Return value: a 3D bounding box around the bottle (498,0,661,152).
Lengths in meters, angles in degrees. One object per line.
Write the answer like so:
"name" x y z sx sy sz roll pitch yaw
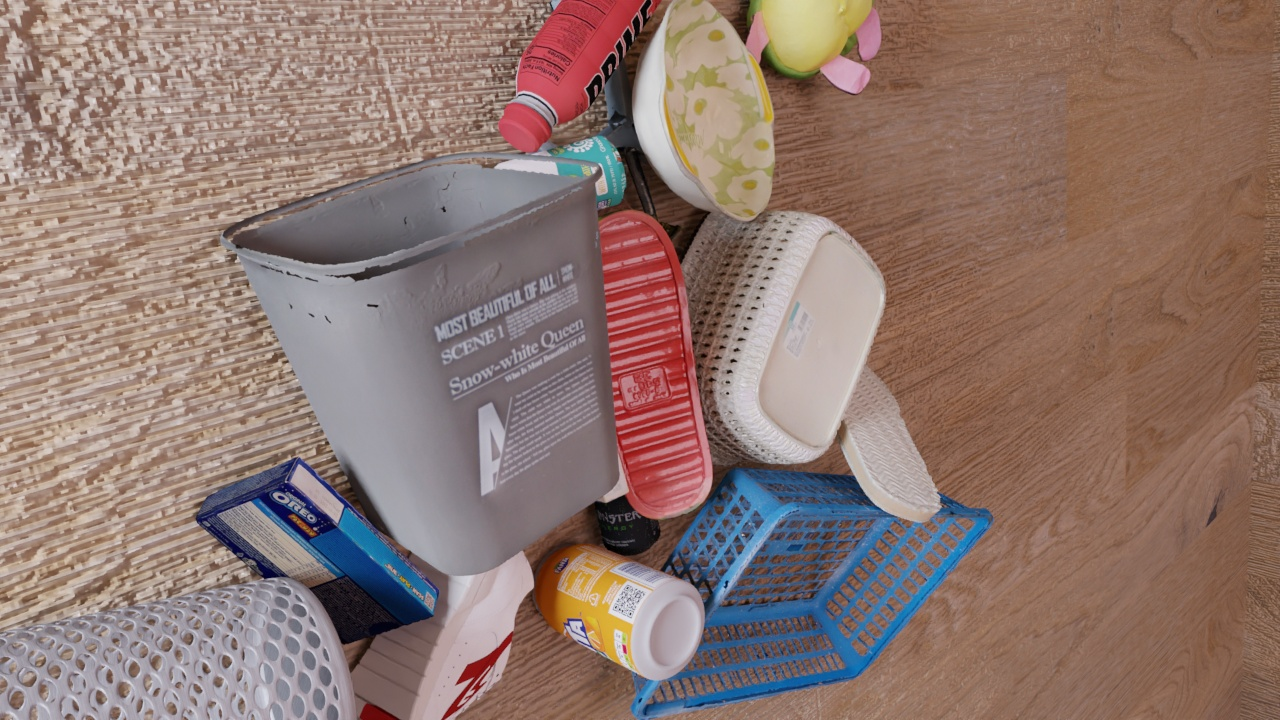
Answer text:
"bottle" -0.047 -0.232 0.688 0.062 0.062 0.176 44 67 -37

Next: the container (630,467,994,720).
"container" 0.159 0.213 0.899 0.361 0.089 0.258 10 120 -43

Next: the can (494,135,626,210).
"can" -0.065 -0.135 0.706 0.101 0.055 0.055 -19 110 -14

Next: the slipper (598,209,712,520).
"slipper" -0.004 0.004 0.745 0.103 0.059 0.249 -12 93 -13

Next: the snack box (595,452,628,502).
"snack box" -0.059 0.036 0.721 0.026 0.082 0.150 -22 102 -33

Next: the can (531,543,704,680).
"can" -0.021 0.201 0.753 0.079 0.143 0.079 -7 101 -42

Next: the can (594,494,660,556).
"can" -0.019 0.102 0.801 0.053 0.054 0.138 -25 112 -37

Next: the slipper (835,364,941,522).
"slipper" 0.214 0.064 0.901 0.114 0.272 0.054 25 116 -19

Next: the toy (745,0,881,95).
"toy" 0.154 -0.352 0.872 0.238 0.088 0.190 35 92 -34

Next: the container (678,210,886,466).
"container" 0.115 -0.022 0.845 0.184 0.143 0.251 35 73 -35

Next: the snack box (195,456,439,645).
"snack box" -0.211 0.131 0.613 0.150 0.082 0.027 56 21 -33

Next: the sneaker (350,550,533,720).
"sneaker" -0.151 0.241 0.688 0.104 0.090 0.236 41 65 -44

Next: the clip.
"clip" -0.050 -0.188 0.752 0.173 0.031 0.164 49 66 -33

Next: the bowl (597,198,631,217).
"bowl" -0.045 -0.087 0.769 0.114 0.026 0.102 -48 125 -27

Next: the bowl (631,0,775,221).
"bowl" 0.047 -0.205 0.779 0.218 0.060 0.188 -44 118 -52

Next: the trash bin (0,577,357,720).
"trash bin" -0.276 0.213 0.519 0.182 0.157 0.156 -7 100 -44

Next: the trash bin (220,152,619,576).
"trash bin" -0.124 -0.002 0.609 0.196 0.198 0.220 -30 121 -35

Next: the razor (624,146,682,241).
"razor" 0.005 -0.139 0.792 0.042 0.026 0.106 -48 140 -24
